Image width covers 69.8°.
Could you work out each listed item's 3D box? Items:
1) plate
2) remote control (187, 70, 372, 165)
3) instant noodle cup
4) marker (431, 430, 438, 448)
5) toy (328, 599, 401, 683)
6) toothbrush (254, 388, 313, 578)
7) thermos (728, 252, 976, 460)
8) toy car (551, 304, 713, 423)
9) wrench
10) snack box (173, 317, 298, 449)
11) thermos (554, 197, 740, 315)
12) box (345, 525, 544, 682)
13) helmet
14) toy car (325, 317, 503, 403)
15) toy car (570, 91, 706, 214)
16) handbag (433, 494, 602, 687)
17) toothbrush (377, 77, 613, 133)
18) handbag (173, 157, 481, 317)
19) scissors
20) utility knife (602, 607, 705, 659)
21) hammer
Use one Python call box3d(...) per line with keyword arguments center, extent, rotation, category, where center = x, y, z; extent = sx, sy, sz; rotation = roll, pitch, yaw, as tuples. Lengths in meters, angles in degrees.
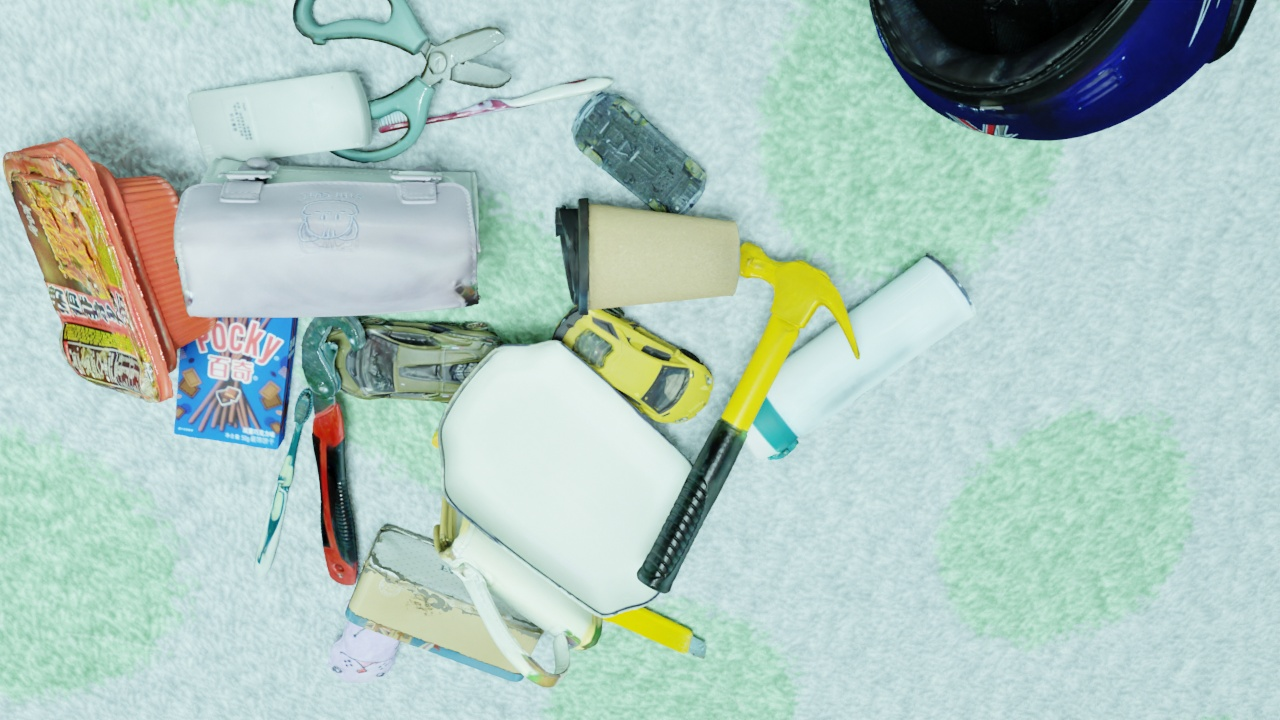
box3d(center=(-0.058, 0.100, 0.767), extent=(0.265, 0.034, 0.161), rotation=(43, 68, -27), category="plate")
box3d(center=(-0.270, -0.182, 0.691), extent=(0.135, 0.019, 0.056), rotation=(-5, 109, 9), category="remote control")
box3d(center=(-0.385, -0.070, 0.672), extent=(0.078, 0.165, 0.189), rotation=(-31, 119, -42), category="instant noodle cup")
box3d(center=(-0.129, 0.093, 0.822), extent=(0.124, 0.015, 0.018), rotation=(28, 124, -17), category="marker")
box3d(center=(-0.247, 0.261, 0.849), extent=(0.083, 0.039, 0.108), rotation=(20, 119, -23), category="toy")
box3d(center=(-0.314, 0.112, 0.805), extent=(0.016, 0.018, 0.192), rotation=(17, 106, -12), category="toothbrush")
box3d(center=(0.179, 0.003, 0.799), extent=(0.224, 0.073, 0.073), rotation=(-37, 109, 7), category="thermos")
box3d(center=(-0.005, 0.005, 0.791), extent=(0.156, 0.041, 0.071), rotation=(29, 105, -17), category="toy car")
box3d(center=(-0.261, 0.081, 0.786), extent=(0.056, 0.016, 0.274), rotation=(16, 116, 16), category="wrench")
box3d(center=(-0.332, -0.006, 0.756), extent=(0.084, 0.026, 0.157), rotation=(10, 108, -9), category="snack box")
box3d(center=(0.004, -0.083, 0.731), extent=(0.143, 0.093, 0.093), rotation=(-1, 109, -4), category="thermos")
box3d(center=(-0.164, 0.218, 0.821), extent=(0.184, 0.089, 0.062), rotation=(27, 103, -10), category="box")
box3d(center=(0.290, -0.309, 0.607), extent=(0.239, 0.247, 0.316), rotation=(-21, 128, -45), category="helmet")
box3d(center=(-0.188, 0.003, 0.770), extent=(0.158, 0.042, 0.070), rotation=(3, 108, -5), category="toy car")
box3d(center=(0.000, -0.163, 0.736), extent=(0.120, 0.036, 0.054), rotation=(35, 101, -27), category="toy car")
box3d(center=(-0.103, 0.184, 0.766), extent=(0.063, 0.178, 0.163), rotation=(-38, 115, 21), category="handbag")
box3d(center=(-0.114, -0.204, 0.719), extent=(0.187, 0.016, 0.017), rotation=(-12, 100, -2), category="toothbrush")
box3d(center=(-0.217, -0.091, 0.669), extent=(0.197, 0.144, 0.099), rotation=(-1, 121, -12), category="handbag")
box3d(center=(-0.184, -0.234, 0.681), extent=(0.178, 0.019, 0.169), rotation=(-21, 104, 16), category="scissors")
box3d(center=(-0.005, 0.252, 0.891), extent=(0.173, 0.015, 0.033), rotation=(29, 109, -17), category="utility knife")
box3d(center=(0.078, 0.056, 0.767), extent=(0.129, 0.033, 0.301), rotation=(28, 93, 17), category="hammer")
